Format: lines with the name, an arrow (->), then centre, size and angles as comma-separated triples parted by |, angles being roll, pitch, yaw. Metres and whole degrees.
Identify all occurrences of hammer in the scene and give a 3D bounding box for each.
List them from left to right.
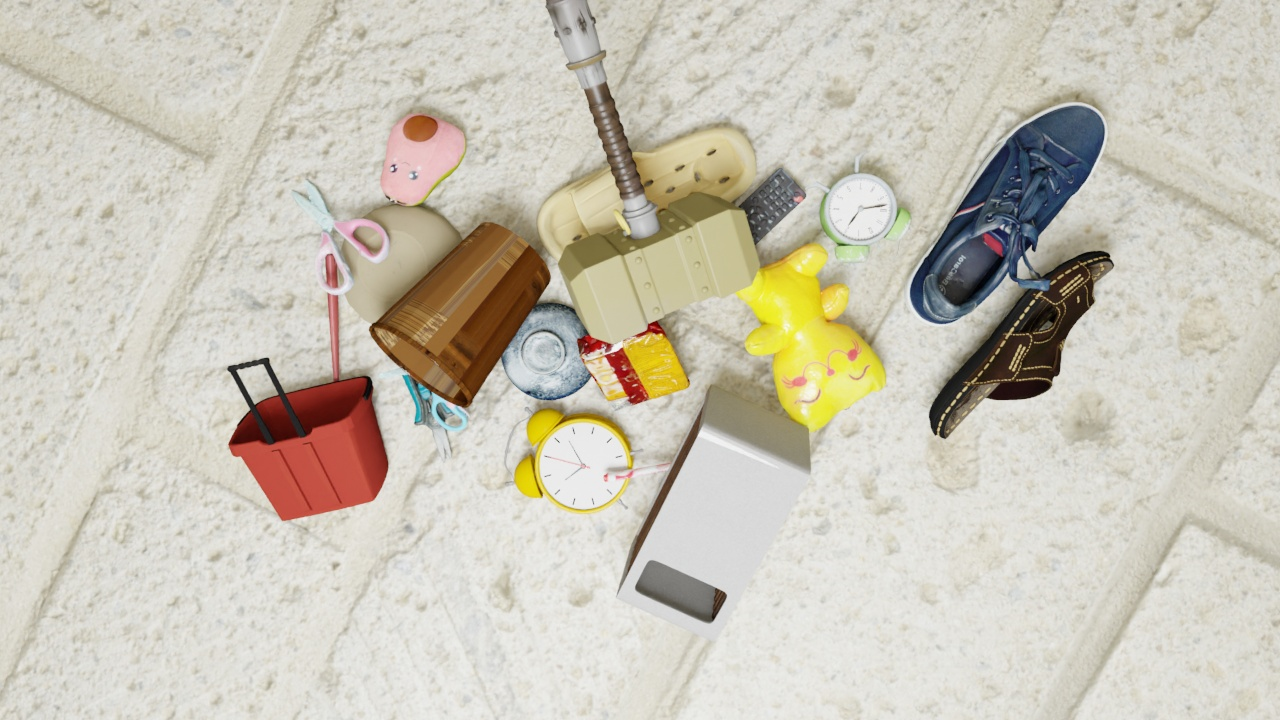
hammer -> -0.020, -0.202, 0.906 | 0.190, 0.100, 0.325 | -23, 115, -6

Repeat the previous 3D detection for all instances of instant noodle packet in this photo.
instant noodle packet -> -0.006, 0.006, 1.010 | 0.099, 0.135, 0.039 | -14, 54, 11

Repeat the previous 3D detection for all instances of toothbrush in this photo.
toothbrush -> -0.357, -0.028, 1.059 | 0.016, 0.016, 0.190 | 4, 102, 9

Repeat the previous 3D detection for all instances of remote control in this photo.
remote control -> 0.119, -0.151, 1.045 | 0.150, 0.022, 0.047 | -43, 90, 2

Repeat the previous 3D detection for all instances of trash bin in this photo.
trash bin -> 0.077, 0.162, 0.978 | 0.114, 0.114, 0.229 | 24, 113, -1

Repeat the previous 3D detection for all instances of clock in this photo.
clock -> -0.079, 0.115, 1.050 | 0.152, 0.052, 0.113 | 15, 93, -2
clock -> 0.248, -0.161, 1.028 | 0.094, 0.042, 0.119 | -30, 90, 4

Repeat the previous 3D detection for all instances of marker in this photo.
marker -> 0.026, 0.121, 1.039 | 0.142, 0.013, 0.013 | -8, 92, -18

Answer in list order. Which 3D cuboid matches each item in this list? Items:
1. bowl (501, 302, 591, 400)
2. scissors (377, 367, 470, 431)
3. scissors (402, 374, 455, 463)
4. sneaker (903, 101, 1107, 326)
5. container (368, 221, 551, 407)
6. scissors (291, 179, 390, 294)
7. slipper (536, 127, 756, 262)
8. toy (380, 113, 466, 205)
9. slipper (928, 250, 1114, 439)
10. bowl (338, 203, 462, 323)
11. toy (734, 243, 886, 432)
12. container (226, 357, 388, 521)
bowl -> -0.107, -0.009, 1.041 | 0.114, 0.060, 0.114 | 0, 93, 4
scissors -> -0.226, 0.010, 1.057 | 0.133, 0.015, 0.135 | -39, 102, -12
scissors -> -0.251, 0.043, 1.069 | 0.142, 0.019, 0.127 | 32, 88, -6
sneaker -> 0.406, -0.158, 0.982 | 0.120, 0.127, 0.294 | 39, 91, 2
container -> -0.187, -0.055, 0.993 | 0.132, 0.132, 0.167 | 36, 70, 1
scissors -> -0.361, -0.141, 1.035 | 0.179, 0.016, 0.103 | 38, 85, 25
slipper -> 0.009, -0.180, 1.021 | 0.261, 0.079, 0.111 | -25, 94, 3
toy -> -0.250, -0.225, 1.041 | 0.090, 0.051, 0.110 | 23, 88, 2
slipper -> 0.423, -0.009, 0.998 | 0.268, 0.113, 0.076 | -48, 63, 5
bowl -> -0.276, -0.106, 1.048 | 0.152, 0.050, 0.152 | 0, 92, 2
toy -> 0.176, -0.025, 1.017 | 0.134, 0.087, 0.194 | -30, 94, -13
container -> -0.369, 0.064, 1.003 | 0.148, 0.127, 0.201 | -13, 115, 3
